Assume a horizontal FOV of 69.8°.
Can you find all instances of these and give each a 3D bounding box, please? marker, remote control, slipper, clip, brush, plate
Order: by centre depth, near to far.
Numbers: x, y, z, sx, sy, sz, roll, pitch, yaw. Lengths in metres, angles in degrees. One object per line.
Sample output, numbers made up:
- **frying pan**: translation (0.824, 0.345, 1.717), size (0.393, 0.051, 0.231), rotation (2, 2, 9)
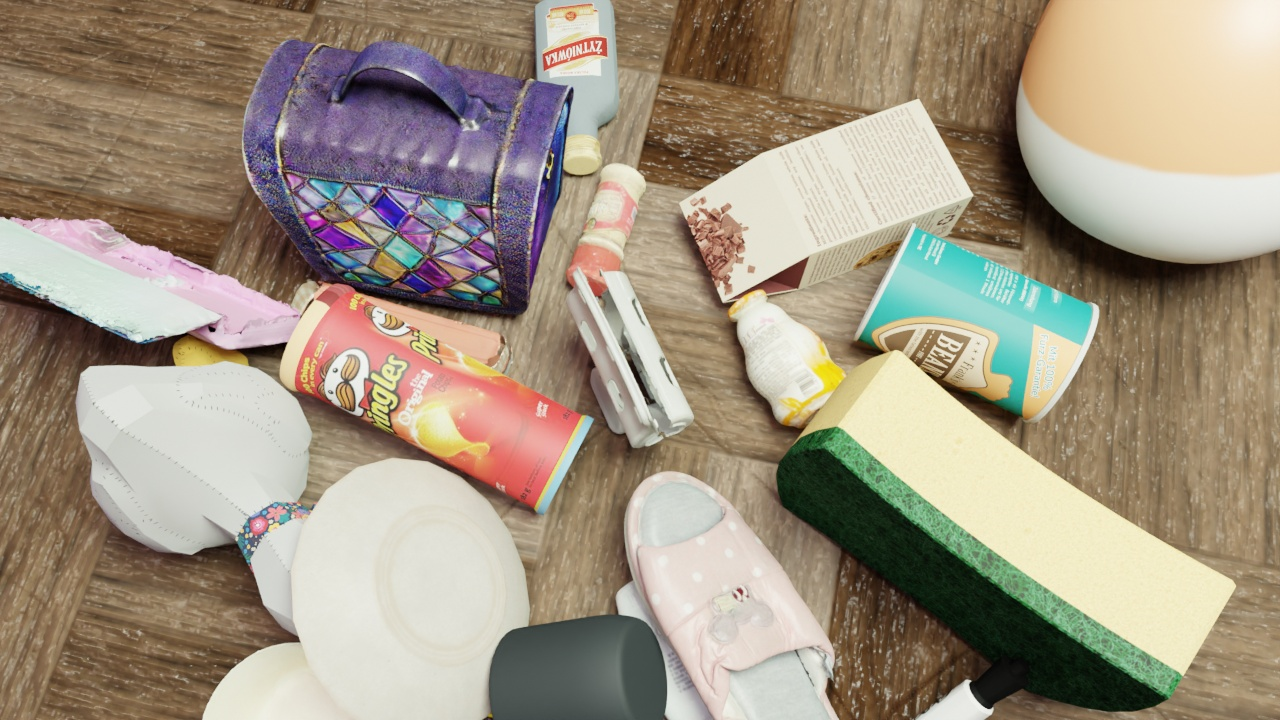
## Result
- **brush**: translation (0.213, 0.115, 0.598), size (0.250, 0.195, 0.075), rotation (37, 76, 13)
- **marker**: translation (0.208, 0.236, 0.610), size (0.025, 0.025, 0.126), rotation (47, 117, 15)
- **plate**: translation (-0.140, 0.152, 0.615), size (0.027, 0.188, 0.188), rotation (-27, 67, 35)
- **slipper**: translation (0.077, 0.197, 0.629), size (0.114, 0.055, 0.274), rotation (-19, 75, -36)
- **remote control**: translation (0.025, 0.208, 0.660), size (0.060, 0.028, 0.114), rotation (-25, 72, -7)
- **clip**: translation (-0.004, 0.004, 0.671), size (0.081, 0.147, 0.125), rotation (-23, 72, 2)

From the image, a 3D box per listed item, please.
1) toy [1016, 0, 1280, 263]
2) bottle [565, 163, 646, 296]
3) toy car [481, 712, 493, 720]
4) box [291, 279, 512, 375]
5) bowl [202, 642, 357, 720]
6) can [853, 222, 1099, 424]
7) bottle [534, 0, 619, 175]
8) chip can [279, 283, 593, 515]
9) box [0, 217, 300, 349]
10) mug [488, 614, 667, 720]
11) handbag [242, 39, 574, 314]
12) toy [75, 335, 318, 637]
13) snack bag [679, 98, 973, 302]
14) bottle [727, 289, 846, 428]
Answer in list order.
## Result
- **toy**: translation (0.412, -0.217, 0.664), size (0.262, 0.281, 0.265), rotation (-32, 46, -9)
- **bottle**: translation (-0.028, -0.109, 0.761), size (0.044, 0.044, 0.109), rotation (14, 71, 6)
- **toy car**: translation (-0.123, 0.255, 0.649), size (0.107, 0.030, 0.049), rotation (25, 73, 8)
- **box**: translation (-0.194, -0.026, 0.739), size (0.187, 0.053, 0.058), rotation (14, 104, 8)
- **bowl**: translation (-0.234, 0.256, 0.634), size (0.115, 0.062, 0.115), rotation (-1, 71, 2)
- **can**: translation (0.250, -0.029, 0.695), size (0.144, 0.099, 0.099), rotation (27, 74, 10)
- **bottle**: translation (-0.055, -0.241, 0.804), size (0.072, 0.046, 0.161), rotation (-4, 71, 0)
- **chip can**: translation (-0.148, 0.029, 0.677), size (0.213, 0.087, 0.087), rotation (28, 74, -1)
- **box**: translation (-0.396, -0.060, 0.690), size (0.230, 0.158, 0.035), rotation (22, 102, 15)
- **mug**: translation (-0.032, 0.232, 0.621), size (0.095, 0.085, 0.122), rotation (-15, 115, 22)
- **handbag**: translation (-0.158, -0.143, 0.676), size (0.205, 0.222, 0.125), rotation (10, 63, 3)
- **toy**: translation (-0.286, 0.085, 0.637), size (0.140, 0.247, 0.267), rotation (-45, 54, -11)
- **snack bag**: translation (0.145, -0.123, 0.746), size (0.206, 0.070, 0.094), rotation (-20, 72, -5)
- **bottle**: translation (0.110, -0.003, 0.710), size (0.063, 0.063, 0.108), rotation (-30, 72, -8)
